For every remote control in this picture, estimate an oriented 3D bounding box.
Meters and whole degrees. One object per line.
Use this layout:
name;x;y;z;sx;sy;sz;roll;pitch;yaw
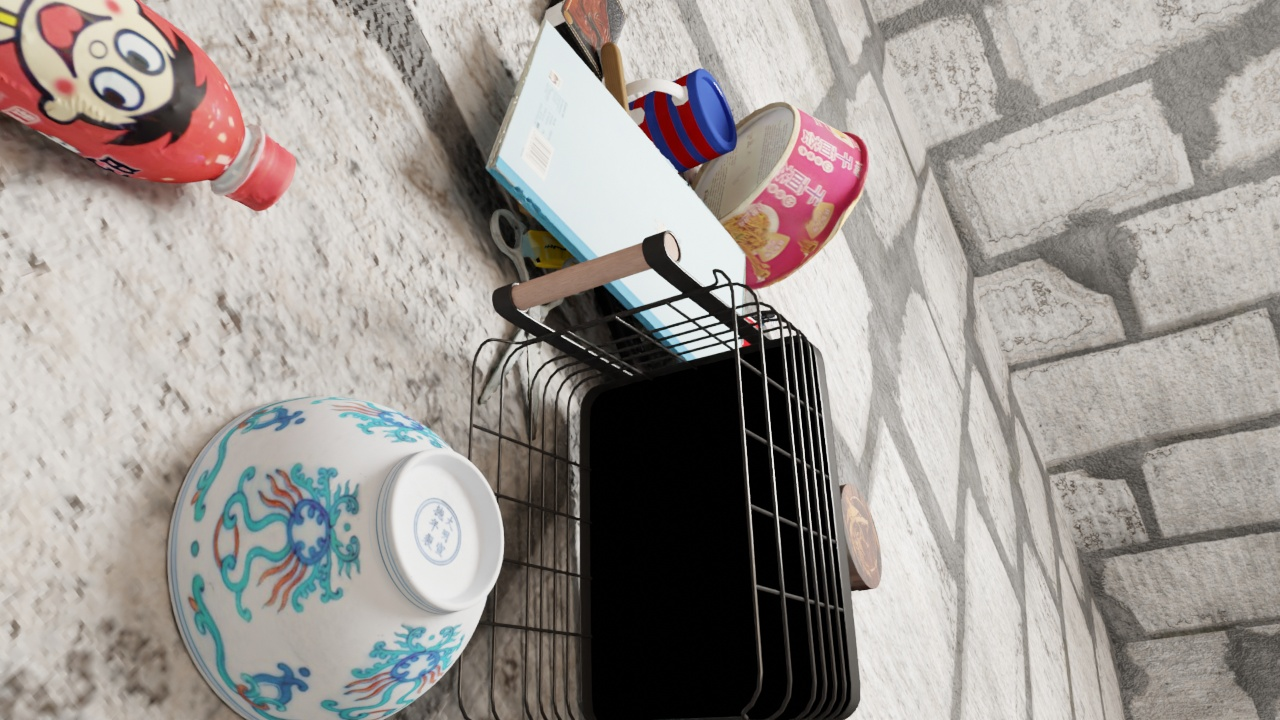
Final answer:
remote control;-0.004;0.004;0.642;0.032;0.015;0.136;30;33;-58

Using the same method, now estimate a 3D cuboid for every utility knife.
utility knife;-0.042;-0.075;0.656;0.164;0.017;0.030;-6;71;-59

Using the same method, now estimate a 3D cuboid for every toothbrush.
toothbrush;0.096;-0.036;0.880;0.167;0.014;0.014;-12;96;-61
toothbrush;-0.012;-0.174;0.742;0.016;0.016;0.167;-14;95;-69

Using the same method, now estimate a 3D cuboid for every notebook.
notebook;0.000;-0.099;0.645;0.253;0.009;0.180;44;36;-31

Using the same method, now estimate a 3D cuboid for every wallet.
wallet;-0.044;-0.286;0.770;0.072;0.019;0.122;52;33;-34

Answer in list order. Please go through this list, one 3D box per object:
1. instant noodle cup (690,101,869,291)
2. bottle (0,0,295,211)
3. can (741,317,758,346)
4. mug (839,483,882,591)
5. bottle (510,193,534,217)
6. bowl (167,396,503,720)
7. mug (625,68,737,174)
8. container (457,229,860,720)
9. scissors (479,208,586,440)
instant noodle cup;0.113;-0.159;0.840;0.077;0.179;0.178;35;42;-25
bottle;-0.193;-0.103;0.342;0.137;0.062;0.061;34;45;-48
can;0.070;0.028;0.713;0.070;0.070;0.131;46;27;-40
mug;0.131;0.148;0.733;0.115;0.107;0.080;4;70;-61
bottle;-0.049;-0.130;0.644;0.043;0.043;0.110;64;29;-14
bowl;-0.105;0.076;0.379;0.144;0.074;0.143;39;42;-46
mug;0.024;-0.209;0.788;0.112;0.076;0.075;26;52;-54
container;0.004;0.078;0.470;0.130;0.163;0.241;30;52;-52
scissors;-0.060;-0.027;0.582;0.161;0.014;0.141;-18;95;-59
